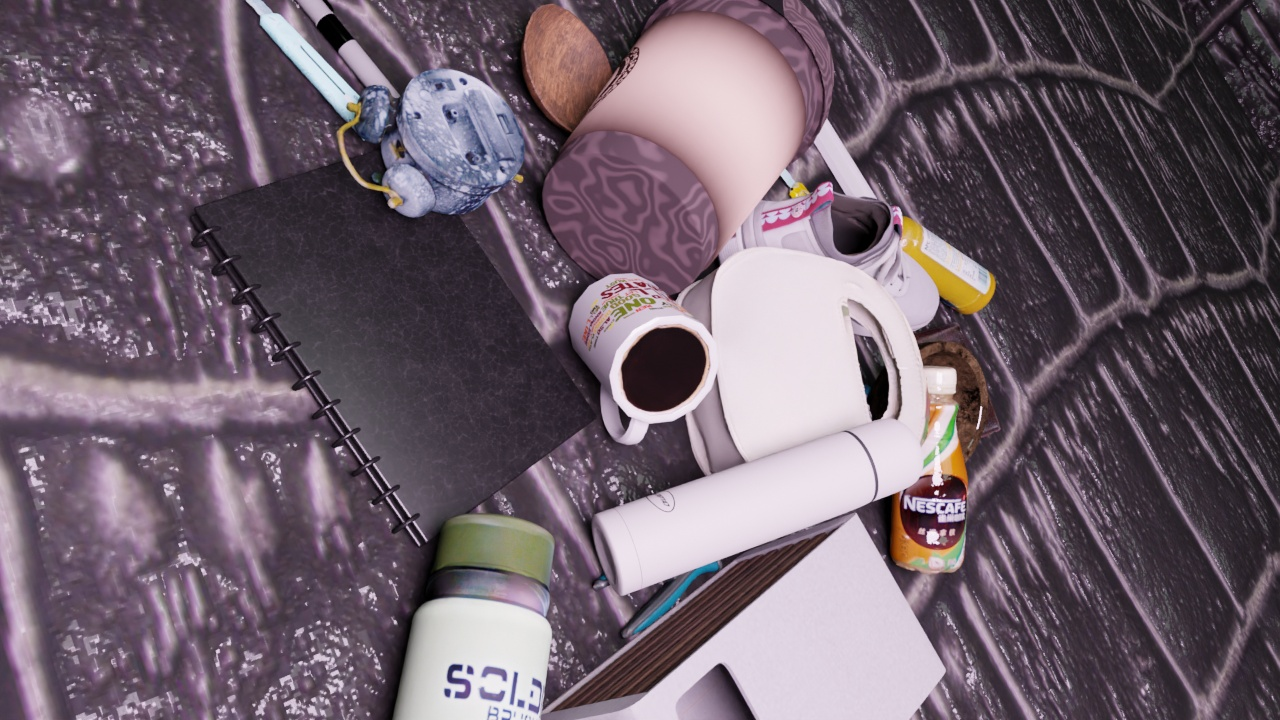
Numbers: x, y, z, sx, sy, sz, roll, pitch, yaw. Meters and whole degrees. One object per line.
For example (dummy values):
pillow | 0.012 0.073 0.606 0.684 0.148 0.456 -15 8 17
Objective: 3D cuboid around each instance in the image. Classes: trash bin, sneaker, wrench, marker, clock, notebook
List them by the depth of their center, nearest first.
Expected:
trash bin | 0.064 0.205 0.558 0.228 0.115 0.114 -25 84 -44
notebook | -0.147 -0.019 0.576 0.168 0.019 0.231 -35 91 -45
clock | -0.135 -0.141 0.602 0.129 0.052 0.090 -18 81 -44
marker | -0.192 -0.203 0.639 0.140 0.016 0.016 51 46 -5
sneaker | 0.198 -0.093 0.811 0.262 0.129 0.096 16 69 -35
wrench | 0.180 -0.244 0.959 0.086 0.018 0.273 -30 88 -44

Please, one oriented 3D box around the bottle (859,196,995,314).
bottle | 0.285 -0.108 0.944 0.186 0.053 0.053 26 53 -26

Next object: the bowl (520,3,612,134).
bowl | -0.064 -0.230 0.744 0.102 0.026 0.114 36 51 -39

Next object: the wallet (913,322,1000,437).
wallet | 0.303 0.025 0.908 0.099 0.031 0.120 -13 78 -39

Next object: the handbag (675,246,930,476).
handbag | 0.128 0.009 0.716 0.199 0.093 0.200 1 73 -22

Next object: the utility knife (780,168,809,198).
utility knife | 0.176 -0.138 0.903 0.206 0.018 0.030 47 38 -5

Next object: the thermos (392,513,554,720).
thermos | -0.089 0.194 0.471 0.082 0.083 0.230 23 55 -28

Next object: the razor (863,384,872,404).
razor | 0.175 0.066 0.788 0.143 0.022 0.042 -54 141 -46

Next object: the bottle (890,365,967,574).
bottle | 0.240 0.088 0.757 0.059 0.059 0.167 -2 96 -39

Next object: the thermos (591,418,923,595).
thermos | 0.081 0.090 0.597 0.224 0.052 0.052 -16 77 -17

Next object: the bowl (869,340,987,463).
bowl | 0.248 0.041 0.824 0.121 0.056 0.121 -3 97 -30

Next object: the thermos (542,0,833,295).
thermos | 0.036 -0.171 0.707 0.172 0.173 0.225 42 54 -14

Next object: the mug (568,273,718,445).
mug | -0.004 0.004 0.625 0.073 0.105 0.089 8 19 -25

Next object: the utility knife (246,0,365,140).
utility knife | -0.220 -0.196 0.615 0.119 0.015 0.022 47 48 -4

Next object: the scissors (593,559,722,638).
scissors | 0.023 0.133 0.631 0.148 0.019 0.131 25 54 -25
